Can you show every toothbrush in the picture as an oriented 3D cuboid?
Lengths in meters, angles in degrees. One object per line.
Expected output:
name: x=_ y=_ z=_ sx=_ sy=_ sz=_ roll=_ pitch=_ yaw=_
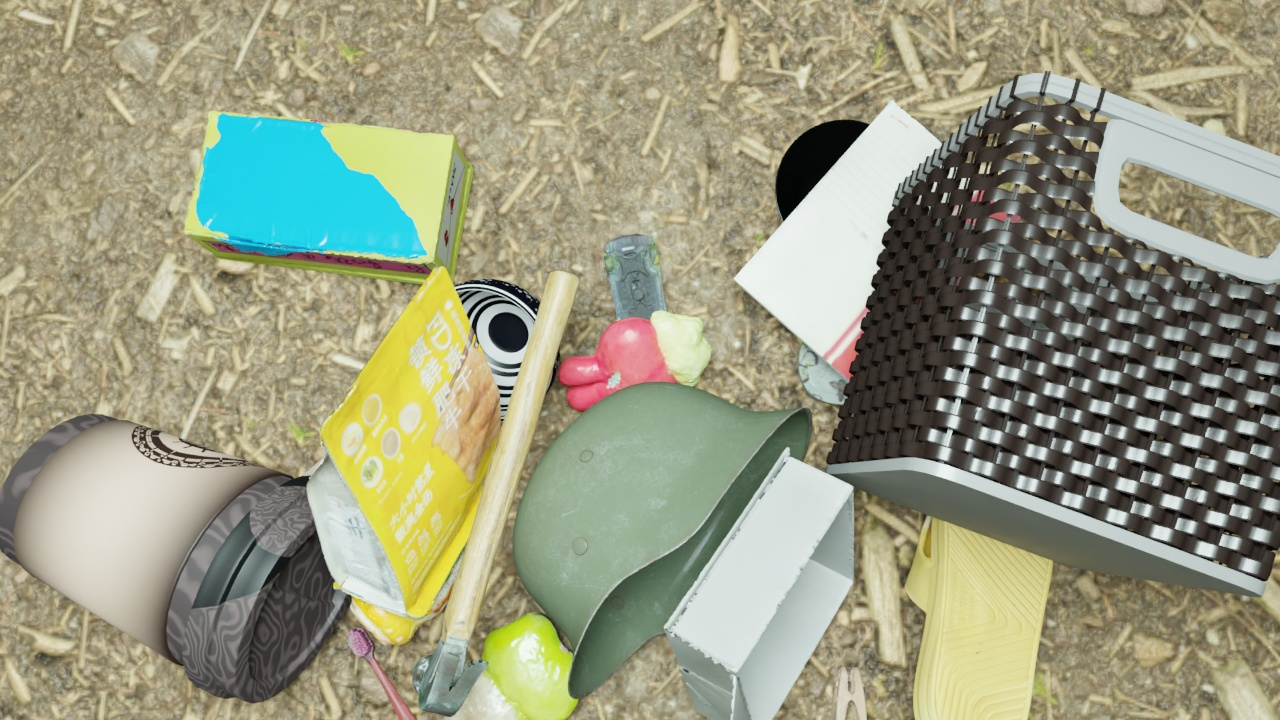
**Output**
toothbrush: x=-0.188 y=0.302 z=0.752 sx=0.016 sy=0.016 sz=0.190 roll=-33 pitch=82 yaw=-7

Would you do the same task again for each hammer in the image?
hammer: x=-0.101 y=0.090 z=0.673 sx=0.033 sy=0.132 sz=0.330 roll=18 pitch=76 yaw=-13

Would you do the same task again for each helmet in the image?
helmet: x=-0.005 y=0.117 z=0.701 sx=0.154 sy=0.227 sz=0.267 roll=30 pitch=70 yaw=22

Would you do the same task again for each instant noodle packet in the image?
instant noodle packet: x=-0.170 y=0.059 z=0.669 sx=0.084 sy=0.222 sz=0.162 roll=17 pitch=49 yaw=12

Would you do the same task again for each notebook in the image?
notebook: x=0.202 y=-0.096 z=0.775 sx=0.153 sy=0.012 sz=0.208 roll=41 pitch=85 yaw=1

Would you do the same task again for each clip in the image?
clip: x=0.163 y=0.283 z=0.753 sx=0.045 sy=0.025 sz=0.061 roll=-3 pitch=73 yaw=-2

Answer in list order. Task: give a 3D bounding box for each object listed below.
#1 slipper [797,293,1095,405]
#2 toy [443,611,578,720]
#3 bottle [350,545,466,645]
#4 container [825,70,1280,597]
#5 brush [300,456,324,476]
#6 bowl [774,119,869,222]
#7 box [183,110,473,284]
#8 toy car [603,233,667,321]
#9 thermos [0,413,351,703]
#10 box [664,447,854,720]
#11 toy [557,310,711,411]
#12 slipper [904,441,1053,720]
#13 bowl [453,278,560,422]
slipper: x=0.272 y=-0.002 z=0.789 sx=0.269 sy=0.055 sz=0.098 roll=-8 pitch=82 yaw=0
toy: x=-0.104 y=0.266 z=0.745 sx=0.117 sy=0.043 sz=0.092 roll=-41 pitch=85 yaw=-4
bottle: x=-0.181 y=0.179 z=0.751 sx=0.063 sy=0.063 sz=0.109 roll=45 pitch=73 yaw=7
container: x=0.290 y=-0.001 z=0.635 sx=0.247 sy=0.246 sz=0.243 roll=20 pitch=81 yaw=-1
brush: x=-0.249 y=0.067 z=0.794 sx=0.050 sy=0.015 sz=0.135 roll=42 pitch=83 yaw=8
bowl: x=0.175 y=-0.143 z=0.810 sx=0.124 sy=0.052 sz=0.124 roll=0 pitch=87 yaw=-3
box: x=-0.269 y=-0.141 z=0.803 sx=0.221 sy=0.079 sz=0.124 roll=5 pitch=79 yaw=4
toy car: x=-0.003 y=-0.058 z=0.808 sx=0.048 sy=0.033 sz=0.105 roll=-10 pitch=94 yaw=-3
thermos: x=-0.353 y=0.140 z=0.710 sx=0.226 sy=0.173 sz=0.172 roll=21 pitch=80 yaw=10
box: x=0.055 y=0.272 z=0.609 sx=0.108 sy=0.166 sz=0.417 roll=12 pitch=56 yaw=22
toy: x=-0.005 y=0.005 z=0.779 sx=0.135 sy=0.045 sz=0.092 roll=-23 pitch=120 yaw=9
slipper: x=0.267 y=0.192 z=0.738 sx=0.099 sy=0.079 sz=0.262 roll=19 pitch=59 yaw=2
bowl: x=-0.121 y=-0.015 z=0.777 sx=0.120 sy=0.066 sz=0.120 roll=5 pitch=112 yaw=12
